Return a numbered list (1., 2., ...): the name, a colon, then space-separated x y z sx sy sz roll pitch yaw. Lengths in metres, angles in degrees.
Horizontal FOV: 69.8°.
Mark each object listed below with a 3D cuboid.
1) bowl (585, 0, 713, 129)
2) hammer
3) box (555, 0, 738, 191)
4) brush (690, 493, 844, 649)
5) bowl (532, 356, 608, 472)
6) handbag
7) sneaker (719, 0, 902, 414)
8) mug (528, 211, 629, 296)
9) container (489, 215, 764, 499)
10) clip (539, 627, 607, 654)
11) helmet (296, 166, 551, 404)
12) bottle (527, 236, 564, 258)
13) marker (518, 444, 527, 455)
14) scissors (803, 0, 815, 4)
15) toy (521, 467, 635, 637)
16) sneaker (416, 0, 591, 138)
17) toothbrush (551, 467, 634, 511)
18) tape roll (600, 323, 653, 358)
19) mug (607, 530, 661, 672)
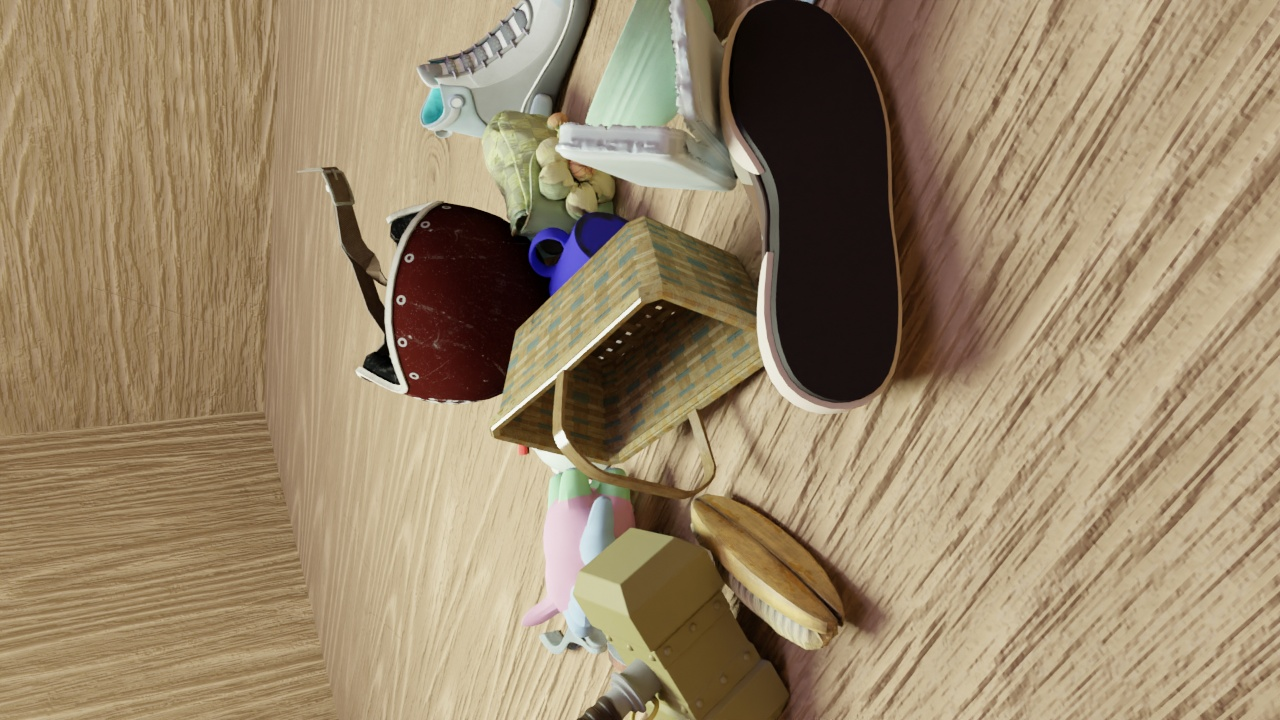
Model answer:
1. bowl: 0.016 -0.257 0.781 0.151 0.077 0.151 -158 92 -83
2. hammer: -0.054 0.304 0.728 0.101 0.324 0.190 -5 118 60
3. box: 0.014 -0.179 0.688 0.106 0.210 0.130 -2 88 16
4. brush: 0.097 0.166 0.750 0.195 0.059 0.043 36 134 55
5. bowl: -0.089 0.057 1.041 0.154 0.072 0.153 10 102 60
6. handbag: -0.097 -0.208 0.978 0.117 0.113 0.186 -50 51 41
7. sneaker: 0.115 -0.104 0.657 0.116 0.111 0.293 120 141 -78
8. mug: -0.057 -0.098 0.926 0.084 0.111 0.079 122 166 -46
9. container: -0.008 0.024 0.774 0.251 0.157 0.186 -39 46 40
10. clip: -0.092 0.284 1.126 0.169 0.031 0.164 -24 76 58
11. helmet: -0.222 -0.071 1.014 0.254 0.233 0.233 4 80 31
12. bottle: -0.123 -0.142 1.100 0.130 0.040 0.040 4 98 60
13. marker: -0.160 0.055 1.223 0.013 0.012 0.142 5 98 60
14. scissors: 0.116 -0.255 0.702 0.137 0.015 0.055 -49 54 44
15. toy: -0.055 0.200 0.943 0.222 0.120 0.171 138 132 -74
16. sneaker: -0.158 -0.351 1.010 0.093 0.160 0.257 65 146 31
17. toothbrush: -0.057 0.144 1.053 0.181 0.018 0.016 19 118 57
18. tape roll: -0.006 0.005 0.928 0.094 0.030 0.094 15 107 59
19. mug: 0.012 0.233 0.901 0.117 0.081 0.111 -112 29 -74
